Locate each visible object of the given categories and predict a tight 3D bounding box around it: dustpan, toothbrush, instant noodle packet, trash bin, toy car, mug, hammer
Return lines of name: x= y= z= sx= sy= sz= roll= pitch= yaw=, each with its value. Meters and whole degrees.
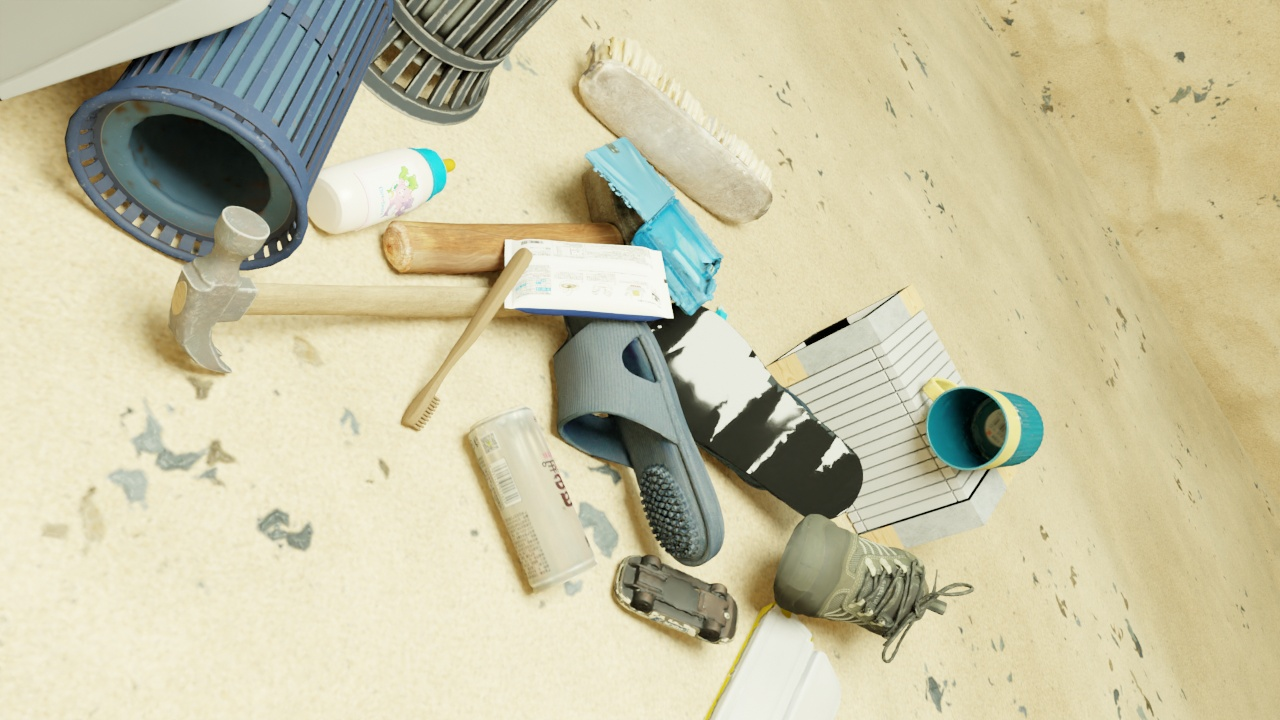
dustpan: x=-0.274 y=-0.253 z=0.563 sx=0.257 sy=0.033 sz=0.163 roll=-25 pitch=52 yaw=-15
toothbrush: x=-0.129 y=-0.019 z=0.701 sx=0.016 sy=0.016 sz=0.166 roll=46 pitch=68 yaw=-40
instant noodle packet: x=-0.044 y=-0.068 z=0.753 sx=0.134 sy=0.026 sz=0.087 roll=3 pitch=44 yaw=-11
trash bin: x=-0.261 y=-0.199 z=0.628 sx=0.139 sy=0.140 sz=0.248 roll=33 pitch=45 yaw=-30
trash bin: x=-0.135 y=-0.331 z=0.768 sx=0.164 sy=0.228 sz=0.164 roll=25 pitch=51 yaw=-35
toy car: x=0.030 y=0.201 z=0.765 sx=0.113 sy=0.041 sz=0.048 roll=25 pitch=48 yaw=-9
trash bin: x=0.284 y=0.069 z=1.039 sx=0.142 sy=0.143 sz=0.247 roll=-29 pitch=89 yaw=-51
mug: x=0.343 y=0.058 z=0.938 sx=0.107 sy=0.083 sz=0.113 roll=3 pitch=37 yaw=-46
hammer: x=-0.179 y=-0.046 z=0.665 sx=0.030 sy=0.120 sz=0.330 roll=51 pitch=26 yaw=18
hammer: x=-0.099 y=-0.110 z=0.824 sx=0.300 sy=0.037 sz=0.158 roll=-11 pitch=76 yaw=-49

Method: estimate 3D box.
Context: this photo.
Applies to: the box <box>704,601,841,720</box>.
box: x=0.116 y=0.322 z=0.806 sx=0.129 sy=0.034 sz=0.208 roll=56 pitch=39 yaw=-10

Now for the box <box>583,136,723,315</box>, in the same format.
box: x=0.017 y=-0.144 z=0.906 sx=0.174 sy=0.033 sz=0.231 roll=53 pitch=17 yaw=-8

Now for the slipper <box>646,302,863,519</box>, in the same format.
slipper: x=0.099 y=0.054 z=0.913 sx=0.265 sy=0.083 sz=0.109 roll=41 pitch=83 yaw=-4

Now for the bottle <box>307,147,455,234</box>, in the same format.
bottle: x=-0.196 y=-0.141 z=0.728 sx=0.051 sy=0.051 sz=0.145 roll=58 pitch=39 yaw=-3

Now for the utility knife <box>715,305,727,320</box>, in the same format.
utility knife: x=0.080 y=-0.022 z=0.979 sx=0.022 sy=0.016 sz=0.116 roll=55 pitch=36 yaw=-27

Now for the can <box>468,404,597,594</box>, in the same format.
can: x=-0.083 y=0.104 z=0.699 sx=0.054 sy=0.054 sz=0.135 roll=-16 pitch=79 yaw=-50

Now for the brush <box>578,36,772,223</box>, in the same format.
brush: x=0.043 y=-0.248 z=1.021 sx=0.271 sy=0.083 sz=0.056 roll=34 pitch=47 yaw=-28

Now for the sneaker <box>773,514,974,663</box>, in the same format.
sneaker: x=0.219 y=0.219 z=0.846 sx=0.237 sy=0.143 sz=0.101 roll=24 pitch=88 yaw=-55

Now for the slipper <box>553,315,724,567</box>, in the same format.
slipper: x=-0.019 y=0.053 z=0.761 sx=0.082 sy=0.101 sz=0.263 roll=-15 pitch=74 yaw=-37
